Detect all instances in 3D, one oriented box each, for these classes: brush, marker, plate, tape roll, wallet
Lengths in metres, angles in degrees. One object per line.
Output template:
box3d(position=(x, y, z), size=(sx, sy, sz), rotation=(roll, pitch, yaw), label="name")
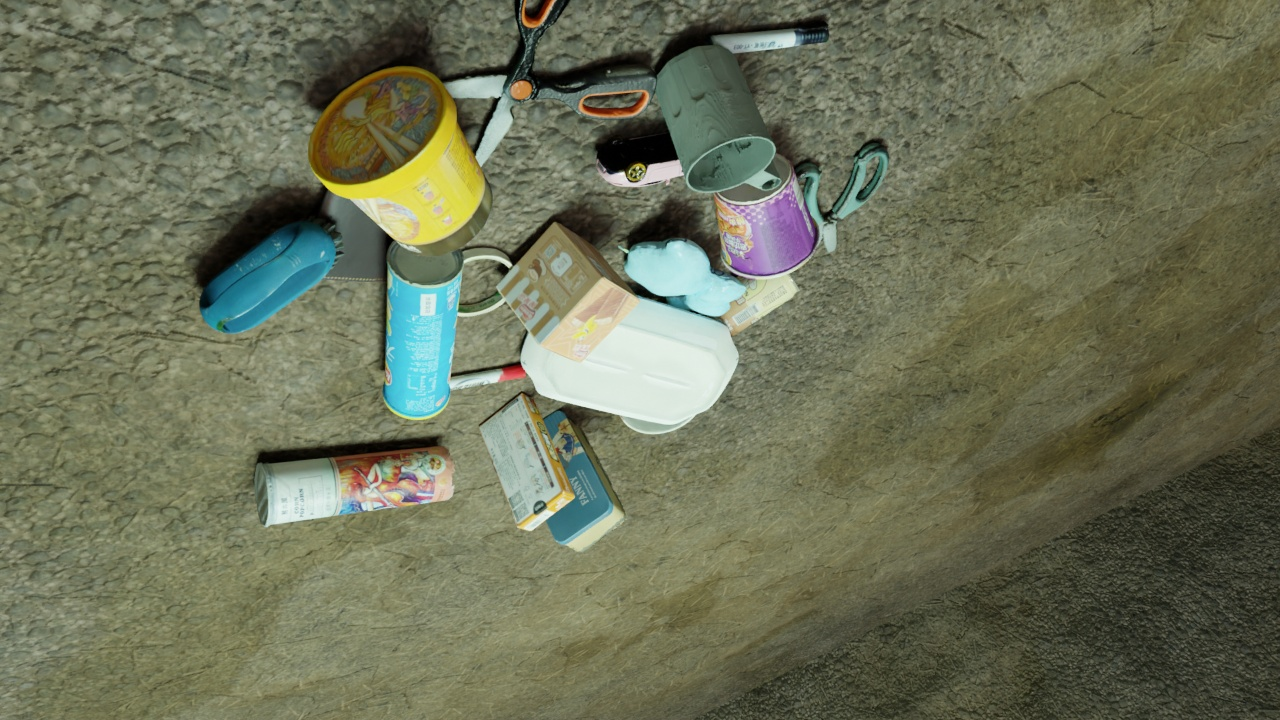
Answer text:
box3d(position=(-0.321, -0.068, 0.782), size=(0.144, 0.073, 0.055), rotation=(-30, 107, 18), label="brush")
box3d(position=(0.118, -0.298, 0.849), size=(0.130, 0.018, 0.023), rotation=(-13, 135, -22), label="marker")
box3d(position=(-0.006, 0.006, 1.077), size=(0.265, 0.034, 0.162), rotation=(16, 120, -24), label="plate")
box3d(position=(-0.170, -0.079, 0.939), size=(0.085, 0.014, 0.086), rotation=(-19, 146, -14), label="tape roll")
box3d(position=(-0.202, 0.024, 1.050), size=(0.145, 0.017, 0.017), rotation=(-11, 143, -25), label="marker")
box3d(position=(-0.246, -0.121, 0.826), size=(0.096, 0.020, 0.123), rotation=(1, 136, -43), label="wallet")

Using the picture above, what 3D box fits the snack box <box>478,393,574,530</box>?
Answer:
box3d(position=(-0.138, 0.120, 1.098), size=(0.075, 0.153, 0.026), rotation=(-38, 145, 15), label="snack box")

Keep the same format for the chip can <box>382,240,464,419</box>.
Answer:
box3d(position=(-0.218, -0.029, 0.909), size=(0.071, 0.071, 0.211), rotation=(-11, 145, -24), label="chip can")

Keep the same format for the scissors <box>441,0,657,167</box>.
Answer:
box3d(position=(-0.085, -0.244, 0.778), size=(0.220, 0.021, 0.234), rotation=(3, 136, -31), label="scissors")

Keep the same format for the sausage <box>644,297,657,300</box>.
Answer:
box3d(position=(-0.049, -0.028, 1.084), size=(0.165, 0.021, 0.021), rotation=(-34, 146, 8), label="sausage")

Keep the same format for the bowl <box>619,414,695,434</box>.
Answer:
box3d(position=(0.020, 0.031, 1.163), size=(0.113, 0.062, 0.114), rotation=(-7, 128, -9), label="bowl")

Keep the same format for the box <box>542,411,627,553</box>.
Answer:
box3d(position=(-0.088, 0.157, 1.158), size=(0.090, 0.184, 0.062), rotation=(-37, 142, 4), label="box")

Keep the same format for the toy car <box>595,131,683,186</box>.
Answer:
box3d(position=(0.017, -0.194, 0.882), size=(0.122, 0.056, 0.037), rotation=(-15, 141, -18), label="toy car")

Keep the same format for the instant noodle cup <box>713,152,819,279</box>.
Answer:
box3d(position=(0.126, -0.158, 0.969), size=(0.111, 0.111, 0.099), rotation=(-28, 137, 0), label="instant noodle cup")

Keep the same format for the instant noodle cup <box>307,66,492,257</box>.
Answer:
box3d(position=(-0.184, -0.153, 0.739), size=(0.118, 0.118, 0.114), rotation=(-30, 147, 2), label="instant noodle cup")

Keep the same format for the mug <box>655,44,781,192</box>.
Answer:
box3d(position=(0.077, -0.215, 0.841), size=(0.084, 0.103, 0.123), rotation=(-30, 159, 31), label="mug")

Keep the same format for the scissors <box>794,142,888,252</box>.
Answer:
box3d(position=(0.236, -0.189, 1.076), size=(0.172, 0.019, 0.177), rotation=(-31, 145, 3), label="scissors")

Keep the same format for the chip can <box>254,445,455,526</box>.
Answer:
box3d(position=(-0.329, 0.143, 1.070), size=(0.214, 0.071, 0.071), rotation=(-3, 139, -33), label="chip can")

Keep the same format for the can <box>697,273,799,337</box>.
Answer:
box3d(position=(0.130, -0.075, 1.115), size=(0.116, 0.058, 0.058), rotation=(-34, 146, 9), label="can")

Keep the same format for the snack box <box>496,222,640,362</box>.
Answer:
box3d(position=(-0.074, -0.068, 0.936), size=(0.094, 0.092, 0.077), rotation=(-46, 150, 11), label="snack box")

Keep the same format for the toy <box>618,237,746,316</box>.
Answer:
box3d(position=(0.044, -0.094, 1.019), size=(0.156, 0.049, 0.162), rotation=(11, 160, -13), label="toy")
